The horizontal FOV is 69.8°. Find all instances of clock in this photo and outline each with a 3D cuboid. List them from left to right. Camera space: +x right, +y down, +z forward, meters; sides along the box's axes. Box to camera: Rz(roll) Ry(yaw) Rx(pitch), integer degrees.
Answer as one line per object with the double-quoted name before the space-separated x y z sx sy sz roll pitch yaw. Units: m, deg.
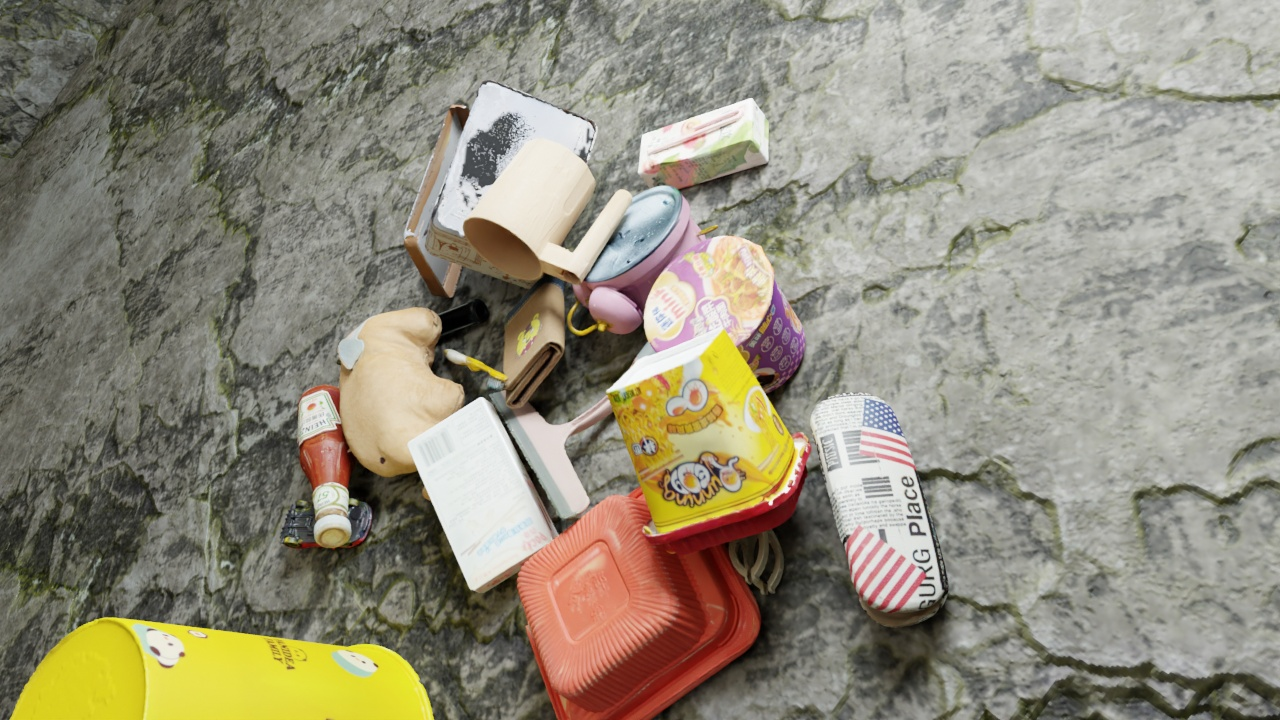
"clock" -0.009 -0.083 0.830 0.158 0.060 0.117 -42 31 1

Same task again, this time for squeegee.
"squeegee" -0.005 0.005 0.813 0.249 0.040 0.247 -43 30 -1

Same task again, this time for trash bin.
"trash bin" -0.334 0.322 0.730 0.230 0.255 0.229 -16 57 27

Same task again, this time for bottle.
"bottle" -0.324 0.107 0.952 0.060 0.060 0.206 -39 40 11

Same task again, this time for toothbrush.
"toothbrush" -0.259 -0.026 1.018 0.213 0.027 0.026 -17 92 27
"toothbrush" -0.166 0.007 0.902 0.191 0.016 0.018 16 87 62

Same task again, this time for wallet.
"wallet" -0.102 -0.020 0.870 0.090 0.033 0.115 -49 29 27

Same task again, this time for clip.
"clip" 0.082 0.126 0.690 0.062 0.034 0.097 -24 49 25

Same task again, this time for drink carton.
"drink carton" 0.059 -0.204 0.876 0.123 0.045 0.053 -11 59 30

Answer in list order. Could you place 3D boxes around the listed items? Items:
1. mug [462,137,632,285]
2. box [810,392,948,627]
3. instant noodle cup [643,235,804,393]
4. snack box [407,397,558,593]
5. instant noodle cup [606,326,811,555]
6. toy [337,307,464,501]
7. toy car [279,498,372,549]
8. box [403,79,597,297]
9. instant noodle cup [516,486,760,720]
"mug" -0.082 -0.132 0.833 0.125 0.084 0.103 22 66 18
"box" 0.160 0.092 0.621 0.075 0.081 0.163 -20 53 19
"instant noodle cup" 0.075 -0.026 0.732 0.112 0.099 0.111 -18 54 27
"snack box" -0.142 0.118 0.821 0.085 0.027 0.156 -32 66 2
"instant noodle cup" 0.044 0.052 0.643 0.116 0.115 0.123 -22 100 25
"toy" -0.240 0.054 0.926 0.144 0.082 0.225 -35 62 23
"toy car" -0.324 0.172 0.954 0.106 0.031 0.049 -7 57 20
"box" -0.159 -0.162 0.978 0.193 0.156 0.182 136 152 -69
"instant noodle cup" -0.020 0.185 0.700 0.189 0.079 0.164 -41 49 12
